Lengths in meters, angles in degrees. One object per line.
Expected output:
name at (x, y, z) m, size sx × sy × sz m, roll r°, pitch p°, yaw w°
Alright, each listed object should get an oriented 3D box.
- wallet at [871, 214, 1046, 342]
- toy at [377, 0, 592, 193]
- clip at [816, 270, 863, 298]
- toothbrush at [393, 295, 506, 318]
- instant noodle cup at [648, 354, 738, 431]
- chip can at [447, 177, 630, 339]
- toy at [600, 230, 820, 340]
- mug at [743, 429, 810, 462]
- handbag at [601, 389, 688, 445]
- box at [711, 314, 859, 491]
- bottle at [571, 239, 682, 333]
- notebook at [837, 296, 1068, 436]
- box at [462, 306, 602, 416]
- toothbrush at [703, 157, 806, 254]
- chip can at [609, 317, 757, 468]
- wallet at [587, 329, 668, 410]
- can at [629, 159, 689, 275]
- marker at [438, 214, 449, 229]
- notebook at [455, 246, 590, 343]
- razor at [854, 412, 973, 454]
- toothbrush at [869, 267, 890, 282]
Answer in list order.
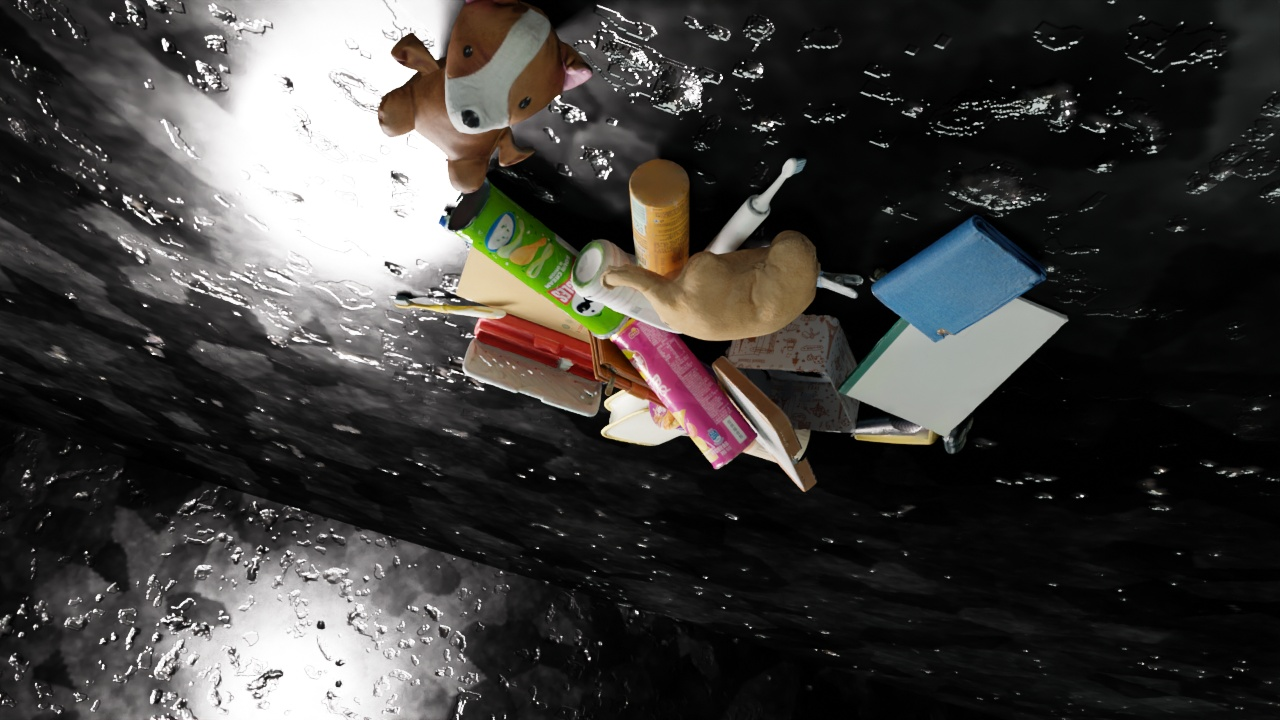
wallet at (0.312, -0.077, 0.903) m, size 0.106 × 0.040 × 0.133 m, roll 31°, pitch 140°, yaw -18°
toy at (-0.137, -0.231, 0.774) m, size 0.140 × 0.130 × 0.200 m, roll 37°, pitch 138°, yaw -27°
clip at (0.209, -0.083, 0.990) m, size 0.057 × 0.028 × 0.024 m, roll 17°, pitch 155°, yaw 20°
toothbrush at (-0.266, -0.074, 1.264) m, size 0.192 × 0.016 × 0.018 m, roll 7°, pitch 146°, yaw 26°
instant noodle cup at (0.082, 0.054, 1.250) m, size 0.099 × 0.111 × 0.112 m, roll 22°, pitch 155°, yaw -33°
chip can at (-0.109, -0.113, 1.047) m, size 0.072 × 0.072 × 0.236 m, roll -11°, pitch 144°, yaw 43°
toy at (0.074, -0.071, 0.948) m, size 0.226 × 0.082 × 0.144 m, roll -10°, pitch 141°, yaw -4°
mug at (0.173, 0.096, 1.321) m, size 0.106 × 0.081 × 0.114 m, roll 20°, pitch -179°, yaw -13°
handbag at (0.048, 0.086, 1.388) m, size 0.178 × 0.063 × 0.164 m, roll 17°, pitch 156°, yaw -25°
box at (0.174, 0.057, 1.122) m, size 0.151 × 0.168 × 0.182 m, roll 0°, pitch 151°, yaw 27°
bottle at (0.015, -0.073, 1.055) m, size 0.196 × 0.068 × 0.068 m, roll 23°, pitch 155°, yaw -36°
notebook at (0.336, -0.004, 1.008) m, size 0.150 × 0.012 × 0.210 m, roll 21°, pitch 134°, yaw -11°
box at (-0.144, 0.012, 1.289) m, size 0.201 × 0.099 × 0.096 m, roll 20°, pitch 155°, yaw -11°
toothbrush at (0.106, -0.141, 0.920) m, size 0.026 × 0.026 × 0.222 m, roll -18°, pitch 166°, yaw -25°
chip can at (0.053, 0.032, 1.132) m, size 0.210 × 0.071 × 0.072 m, roll 52°, pitch 150°, yaw 0°
wallet at (-0.007, 0.007, 1.178) m, size 0.130 × 0.118 × 0.035 m, roll 26°, pitch 129°, yaw -32°
can at (0.021, -0.138, 0.935) m, size 0.058 × 0.058 × 0.146 m, roll 11°, pitch 155°, yaw 8°
marker at (-0.169, -0.139, 1.089) m, size 0.145 × 0.016 × 0.017 m, roll 23°, pitch 154°, yaw -15°
notebook at (-0.131, -0.082, 1.193) m, size 0.207 × 0.008 × 0.148 m, roll 20°, pitch 154°, yaw -11°
razor at (0.363, 0.095, 1.234) m, size 0.168 × 0.062 × 0.067 m, roll -5°, pitch 119°, yaw 46°
toothbrush at (0.330, -0.046, 0.994) m, size 0.212 × 0.026 × 0.027 m, roll 27°, pitch 120°, yaw -22°
